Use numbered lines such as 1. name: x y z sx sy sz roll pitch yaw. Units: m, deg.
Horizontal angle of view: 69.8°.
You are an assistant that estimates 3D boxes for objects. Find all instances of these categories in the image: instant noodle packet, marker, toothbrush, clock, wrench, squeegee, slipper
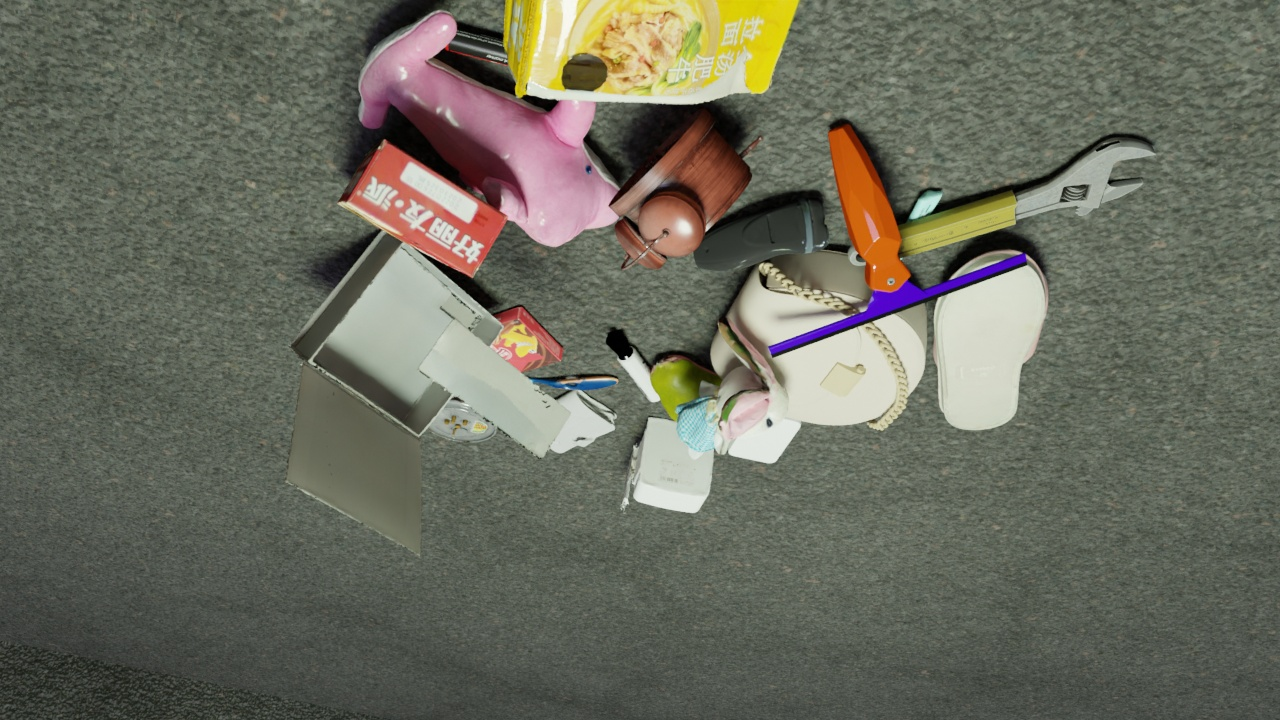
1. instant noodle packet: 0.019 -0.276 0.680 0.221 0.084 0.163 0 135 -17
2. marker: -0.007 0.006 1.106 0.025 0.025 0.126 -12 139 24
3. toothbrush: -0.095 0.029 1.157 0.135 0.017 0.021 0 144 10
4. marker: -0.096 -0.257 0.780 0.145 0.021 0.023 13 173 -7
5. clock: 0.029 -0.141 0.797 0.072 0.157 0.121 43 161 -12
6. wrench: 0.326 -0.139 0.851 0.274 0.018 0.083 -16 143 18
7. clock: -0.236 0.058 1.186 0.104 0.056 0.148 2 145 7
8. squeegee: 0.209 -0.123 0.832 0.250 0.055 0.185 -20 106 9
9. slipper: 0.369 -0.022 0.985 0.114 0.054 0.275 -2 139 11

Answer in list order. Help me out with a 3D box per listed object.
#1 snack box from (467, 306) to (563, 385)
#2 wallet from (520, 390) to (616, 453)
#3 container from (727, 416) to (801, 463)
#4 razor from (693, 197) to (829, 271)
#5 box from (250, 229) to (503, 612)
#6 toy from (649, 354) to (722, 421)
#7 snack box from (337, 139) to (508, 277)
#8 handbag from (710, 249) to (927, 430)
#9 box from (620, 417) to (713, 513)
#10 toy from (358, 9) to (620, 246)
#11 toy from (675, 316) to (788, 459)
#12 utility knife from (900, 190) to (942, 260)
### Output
1. snack box: -0.172 -0.016 1.107 0.133 0.021 0.089 -16 137 27
2. wallet: -0.096 0.085 1.219 0.086 0.032 0.116 34 135 -28
3. container: 0.155 0.079 1.155 0.080 0.049 0.129 12 143 -7
4. razor: 0.119 -0.120 0.906 0.141 0.053 0.063 -12 172 33
5. box: -0.266 0.054 0.928 0.150 0.367 0.167 -20 136 30
6. toy: 0.060 0.035 1.111 0.090 0.051 0.110 -23 131 30
7. snack box: -0.199 -0.134 0.810 0.113 0.060 0.236 30 179 -22
8. handbag: 0.196 -0.025 0.988 0.208 0.103 0.211 20 141 -4
9. box: 0.023 0.159 1.234 0.124 0.108 0.137 12 142 -4
10. toy: -0.122 -0.175 0.800 0.265 0.127 0.187 31 140 -29
11. toy: 0.101 0.059 0.979 0.105 0.130 0.206 10 150 -9
12. utility knife: 0.262 -0.120 0.907 0.022 0.015 0.129 -11 149 -18
